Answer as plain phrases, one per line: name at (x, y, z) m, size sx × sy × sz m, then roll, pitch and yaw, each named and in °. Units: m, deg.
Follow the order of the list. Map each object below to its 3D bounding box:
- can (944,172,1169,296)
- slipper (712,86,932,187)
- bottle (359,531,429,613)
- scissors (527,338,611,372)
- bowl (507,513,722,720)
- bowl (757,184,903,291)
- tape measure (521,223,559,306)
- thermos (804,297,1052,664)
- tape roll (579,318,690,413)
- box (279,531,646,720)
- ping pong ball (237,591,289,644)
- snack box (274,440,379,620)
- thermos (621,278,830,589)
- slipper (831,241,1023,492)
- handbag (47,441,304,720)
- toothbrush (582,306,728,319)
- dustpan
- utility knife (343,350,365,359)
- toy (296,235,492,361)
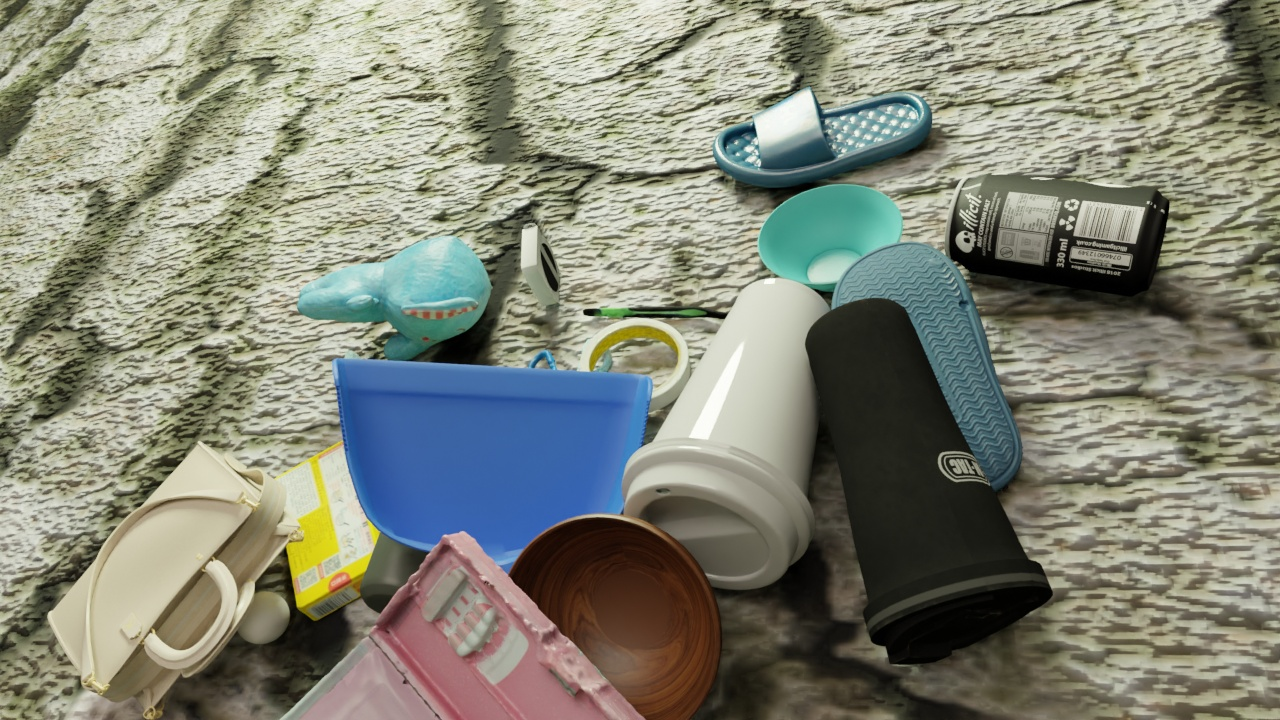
can at (0.320, -0.100, 0.711) m, size 0.146 × 0.080 × 0.080 m, roll 14°, pitch 57°, yaw 31°
slipper at (0.174, -0.223, 0.896) m, size 0.214 × 0.059 × 0.103 m, roll -8°, pitch 51°, yaw 14°
bottle at (-0.174, 0.142, 0.714) m, size 0.060 × 0.060 × 0.108 m, roll -4°, pitch 49°, yaw 19°
scissors at (-0.052, 0.029, 0.800) m, size 0.097 × 0.020 × 0.132 m, roll -27°, pitch 47°, yaw 1°
bowl at (-0.013, 0.170, 0.605) m, size 0.147 × 0.068 × 0.147 m, roll 0°, pitch 90°, yaw 17°
bowl at (0.166, -0.095, 0.793) m, size 0.121 × 0.046 × 0.121 m, roll -11°, pitch 47°, yaw 13°
tape measure at (-0.096, -0.091, 0.884) m, size 0.017 × 0.065 × 0.064 m, roll -13°, pitch 49°, yaw 11°
thermos at (0.168, 0.068, 0.580) m, size 0.106 × 0.106 × 0.218 m, roll -17°, pitch 59°, yaw 8°
tape roll at (-0.005, 0.005, 0.786) m, size 0.094 × 0.019 × 0.093 m, roll -6°, pitch 50°, yaw 7°
box at (-0.092, 0.243, 0.557) m, size 0.233 × 0.051 × 0.180 m, roll 42°, pitch 90°, yaw 21°
ping pong ball at (-0.298, 0.203, 0.724) m, size 0.040 × 0.040 × 0.040 m, roll -11°, pitch 47°, yaw 12°
snack box at (-0.261, 0.139, 0.776) m, size 0.075 × 0.025 × 0.152 m, roll -30°, pitch 46°, yaw -5°
thermos at (0.078, 0.041, 0.665) m, size 0.132 × 0.132 × 0.221 m, roll 3°, pitch 44°, yaw 24°
slipper at (0.207, 0.006, 0.679) m, size 0.104 × 0.059 × 0.213 m, roll -16°, pitch 62°, yaw 5°
handbag at (-0.342, 0.171, 0.698) m, size 0.198 × 0.101 × 0.194 m, roll 15°, pitch 63°, yaw 51°
toothbrush at (0.033, -0.044, 0.826) m, size 0.188 × 0.014 × 0.017 m, roll 2°, pitch 38°, yaw 23°
dustpan at (-0.108, 0.121, 0.670) m, size 0.245 × 0.060 × 0.257 m, roll 3°, pitch 74°, yaw -12°
utility knife at (-0.236, 0.033, 0.863) m, size 0.028 × 0.020 × 0.186 m, roll -42°, pitch 49°, yaw -18°
toy at (-0.231, -0.054, 0.880) m, size 0.180 × 0.115 × 0.183 m, roll -12°, pitch 22°, yaw -12°
